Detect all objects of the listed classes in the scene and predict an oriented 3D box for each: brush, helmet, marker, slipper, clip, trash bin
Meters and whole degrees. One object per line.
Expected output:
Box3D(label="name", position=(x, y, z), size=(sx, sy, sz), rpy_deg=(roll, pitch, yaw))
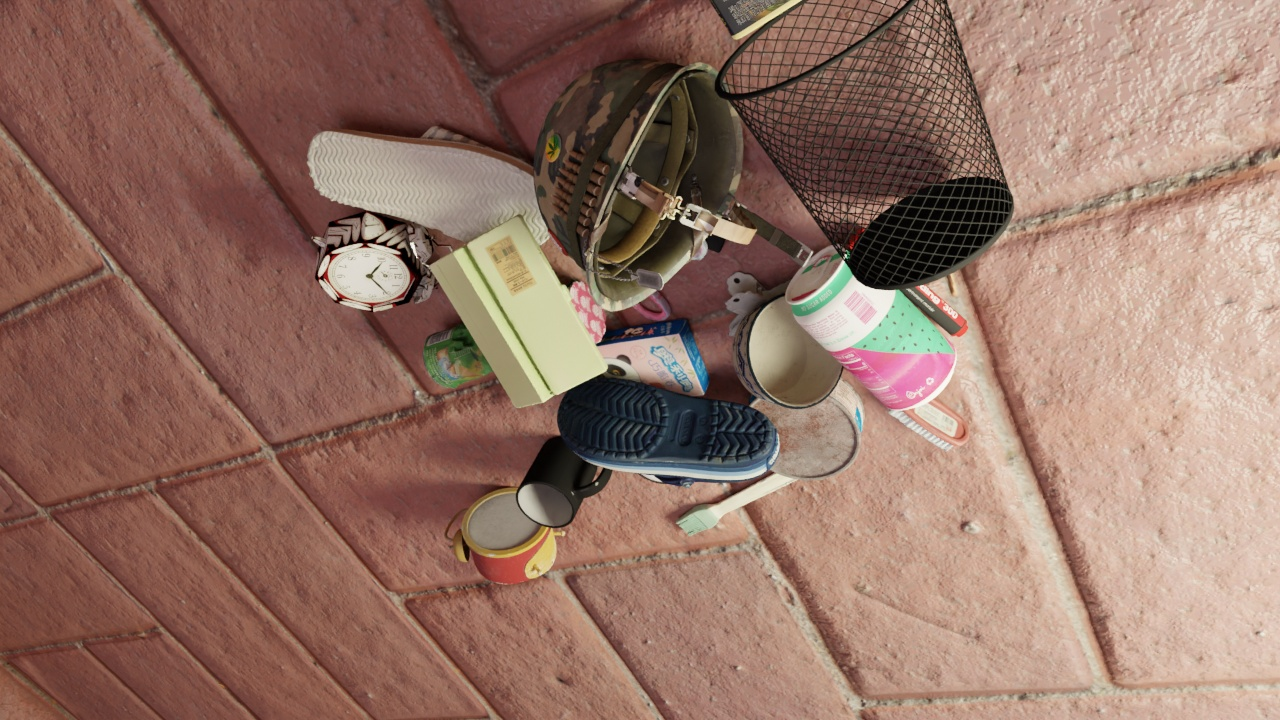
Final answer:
Box3D(label="brush", position=(0.129, 0.168, 1.129), size=(0.033, 0.012, 0.218), rpy_deg=(45, 127, -15))
Box3D(label="helmet", position=(0.014, -0.148, 0.809), size=(0.236, 0.192, 0.224), rpy_deg=(16, 100, 32))
Box3D(label="marker", position=(0.262, -0.074, 0.889), size=(0.145, 0.021, 0.023), rpy_deg=(39, 99, -10))
Box3D(label="slipper", position=(0.027, 0.091, 1.007), size=(0.253, 0.104, 0.095), rpy_deg=(8, 149, 20))
Box3D(label="clip", position=(0.112, -0.061, 0.951), size=(0.054, 0.040, 0.102), rpy_deg=(34, 130, -22))
Box3D(label="brush", position=(0.267, 0.038, 0.964), size=(0.172, 0.040, 0.030), rpy_deg=(34, 145, -3))
Box3D(label="trash bin", position=(0.192, -0.182, 0.742), size=(0.184, 0.183, 0.210), rpy_deg=(-19, 122, 31))
Box3D(label="slipper", position=(-0.217, -0.186, 0.966), size=(0.273, 0.053, 0.115), rpy_deg=(14, 128, 4))

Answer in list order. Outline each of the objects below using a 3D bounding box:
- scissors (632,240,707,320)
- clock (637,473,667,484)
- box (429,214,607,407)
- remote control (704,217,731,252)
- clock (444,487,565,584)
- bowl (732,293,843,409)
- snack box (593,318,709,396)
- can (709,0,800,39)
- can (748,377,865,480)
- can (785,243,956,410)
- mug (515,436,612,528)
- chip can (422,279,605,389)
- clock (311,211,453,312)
Box3D(label="scissors", position=(-0.003, -0.115, 0.956), size=(0.168, 0.014, 0.170), rpy_deg=(-21, 118, 40))
Box3D(label="clock", position=(0.020, 0.110, 1.105), size=(0.123, 0.043, 0.091), rpy_deg=(-21, 115, 32))
Box3D(label="box", position=(-0.133, -0.044, 0.964), size=(0.141, 0.048, 0.188), rpy_deg=(-21, 104, 29))
Box3D(label="remote control", position=(0.017, -0.152, 0.929), size=(0.150, 0.013, 0.034), rpy_deg=(22, 134, 4))
Box3D(label="clock", position=(-0.189, 0.239, 1.240), size=(0.159, 0.116, 0.081), rpy_deg=(10, 131, 20))
Box3D(label="bowl", position=(0.143, -0.008, 0.931), size=(0.115, 0.115, 0.059), rpy_deg=(46, 161, -16))
Box3D(label="snack box", position=(-0.006, 0.006, 1.045), size=(0.154, 0.033, 0.088), rpy_deg=(-9, 123, 26))
Box3D(label="can", position=(0.102, -0.335, 0.723), size=(0.131, 0.072, 0.101), rpy_deg=(-23, 117, 33))
Box3D(label="can", position=(0.179, 0.070, 1.013), size=(0.130, 0.044, 0.130), rpy_deg=(11, 128, 14))
Box3D(label="can", position=(0.223, -0.030, 0.885), size=(0.166, 0.088, 0.088), rpy_deg=(41, 129, -17))
Box3D(label="mug", position=(-0.089, 0.149, 1.148), size=(0.114, 0.087, 0.078), rpy_deg=(-11, 121, 27))
Box3D(label="chip can", position=(-0.150, -0.026, 1.050), size=(0.224, 0.075, 0.075), rpy_deg=(-17, 118, 30))
Box3D(label="clock", position=(-0.283, -0.115, 1.033), size=(0.154, 0.065, 0.115), rpy_deg=(-1, 142, -11))
